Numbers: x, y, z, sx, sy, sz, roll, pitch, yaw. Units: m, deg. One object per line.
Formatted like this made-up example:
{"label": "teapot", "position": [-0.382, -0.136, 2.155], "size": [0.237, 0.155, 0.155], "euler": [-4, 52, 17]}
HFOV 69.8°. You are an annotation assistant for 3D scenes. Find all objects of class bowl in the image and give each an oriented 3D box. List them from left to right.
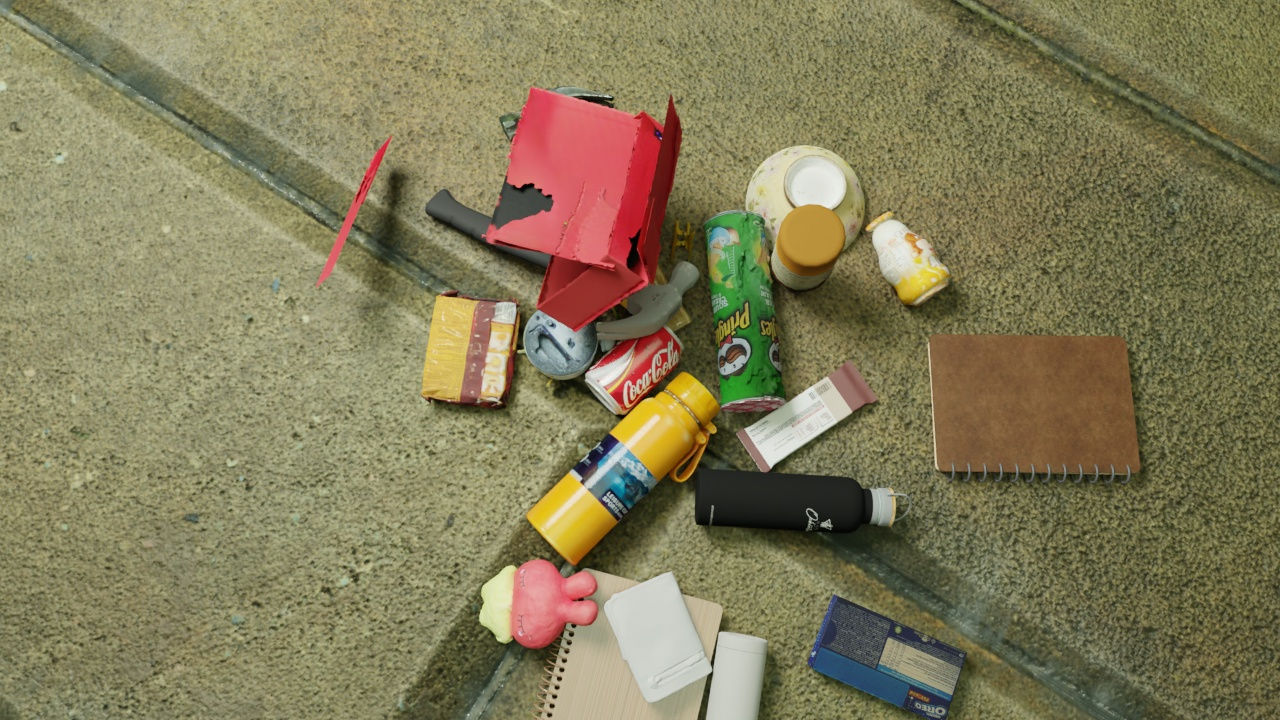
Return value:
{"label": "bowl", "position": [0.198, -0.193, 1.065], "size": [0.145, 0.063, 0.145], "euler": [0, 79, -2]}

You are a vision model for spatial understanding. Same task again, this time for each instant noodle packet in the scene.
{"label": "instant noodle packet", "position": [-0.189, -0.013, 1.035], "size": [0.098, 0.040, 0.135], "euler": [7, 80, 0]}

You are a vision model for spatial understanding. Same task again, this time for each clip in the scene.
{"label": "clip", "position": [0.045, -0.142, 1.066], "size": [0.044, 0.054, 0.049], "euler": [-20, 54, -21]}

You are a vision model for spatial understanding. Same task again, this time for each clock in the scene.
{"label": "clock", "position": [-0.077, -0.028, 1.030], "size": [0.117, 0.057, 0.083], "euler": [-39, 81, -8]}

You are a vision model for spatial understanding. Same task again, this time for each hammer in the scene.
{"label": "hammer", "position": [-0.105, -0.117, 1.032], "size": [0.324, 0.029, 0.126], "euler": [25, 59, 15]}
{"label": "hammer", "position": [-0.033, -0.178, 1.077], "size": [0.132, 0.033, 0.330], "euler": [-28, 81, -7]}

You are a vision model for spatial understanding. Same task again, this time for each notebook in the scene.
{"label": "notebook", "position": [-0.019, 0.342, 0.972], "size": [0.169, 0.022, 0.210], "euler": [15, 78, 2]}
{"label": "notebook", "position": [0.441, 0.054, 1.037], "size": [0.225, 0.024, 0.167], "euler": [1, 77, 0]}

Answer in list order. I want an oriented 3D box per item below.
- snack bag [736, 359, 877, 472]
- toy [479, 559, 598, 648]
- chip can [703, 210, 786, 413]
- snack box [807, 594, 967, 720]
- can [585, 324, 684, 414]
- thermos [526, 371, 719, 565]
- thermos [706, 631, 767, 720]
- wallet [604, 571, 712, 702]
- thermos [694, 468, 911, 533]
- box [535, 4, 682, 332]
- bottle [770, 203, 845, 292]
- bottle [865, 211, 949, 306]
{"label": "snack bag", "position": [0.189, 0.063, 1.037], "size": [0.158, 0.013, 0.057], "euler": [-33, 78, -7]}
{"label": "toy", "position": [-0.107, 0.255, 0.965], "size": [0.135, 0.045, 0.091], "euler": [-5, 68, 18]}
{"label": "chip can", "position": [0.116, -0.056, 1.031], "size": [0.075, 0.075, 0.223], "euler": [-4, 78, -2]}
{"label": "snack box", "position": [0.263, 0.318, 0.978], "size": [0.150, 0.027, 0.082], "euler": [23, 80, 5]}
{"label": "can", "position": [-0.006, 0.006, 1.020], "size": [0.104, 0.064, 0.064], "euler": [-43, 82, -9]}
{"label": "thermos", "position": [-0.011, 0.117, 0.997], "size": [0.232, 0.091, 0.076], "euler": [-44, 42, -9]}
{"label": "thermos", "position": [0.090, 0.398, 0.946], "size": [0.052, 0.052, 0.224], "euler": [10, 78, 1]}
{"label": "wallet", "position": [0.018, 0.289, 0.959], "size": [0.086, 0.032, 0.116], "euler": [-17, 78, -17]}
{"label": "thermos", "position": [0.176, 0.154, 0.993], "size": [0.231, 0.061, 0.061], "euler": [3, 78, 0]}
{"label": "box", "position": [0.013, -0.238, 0.800], "size": [0.141, 0.513, 0.214], "euler": [20, 57, -12]}
{"label": "bottle", "position": [0.178, -0.112, 1.000], "size": [0.068, 0.157, 0.067], "euler": [-1, 78, 3]}
{"label": "bottle", "position": [0.303, -0.117, 1.051], "size": [0.063, 0.063, 0.109], "euler": [-33, 81, -7]}
